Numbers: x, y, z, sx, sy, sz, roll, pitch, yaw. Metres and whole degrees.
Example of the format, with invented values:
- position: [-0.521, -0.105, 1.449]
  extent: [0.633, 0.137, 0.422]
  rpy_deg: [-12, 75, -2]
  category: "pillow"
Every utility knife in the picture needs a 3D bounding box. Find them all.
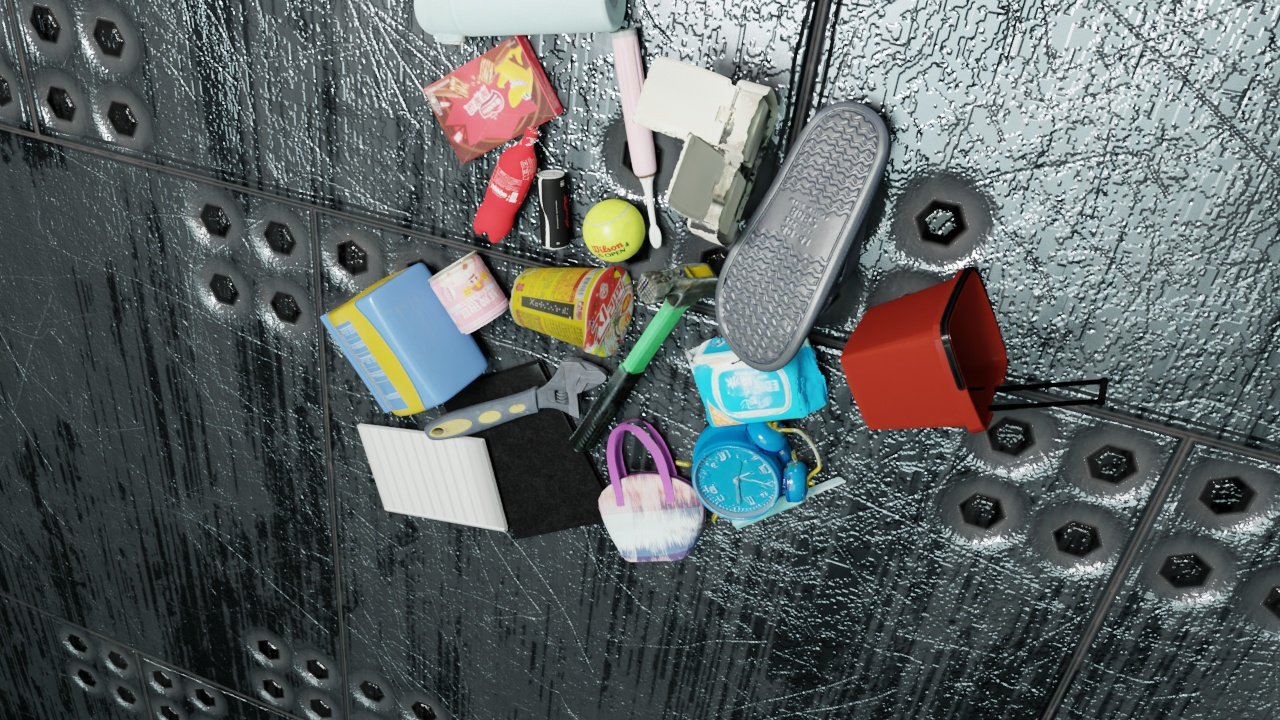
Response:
- position: [0.170, 0.167, 1.074]
  extent: [0.159, 0.015, 0.022]
  rpy_deg: [-28, 104, 33]
  category: "utility knife"

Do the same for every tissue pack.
- position: [0.124, 0.018, 0.988]
  extent: [0.145, 0.061, 0.093]
  rpy_deg: [-10, 112, 26]
  category: "tissue pack"

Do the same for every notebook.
- position: [-0.282, 0.158, 1.241]
  extent: [0.210, 0.009, 0.143]
  rpy_deg: [4, 119, 27]
  category: "notebook"
- position: [-0.147, 0.121, 1.178]
  extent: [0.169, 0.019, 0.231]
  rpy_deg: [-16, 109, 27]
  category: "notebook"

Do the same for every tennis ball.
- position: [-0.028, -0.137, 0.965]
  extent: [0.065, 0.065, 0.065]
  rpy_deg: [9, 119, 17]
  category: "tennis ball"

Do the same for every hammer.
- position: [-0.006, 0.006, 1.018]
  extent: [0.032, 0.130, 0.320]
  rpy_deg: [56, 137, 22]
  category: "hammer"

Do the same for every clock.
- position: [0.127, 0.119, 1.041]
  extent: [0.162, 0.060, 0.117]
  rpy_deg: [-26, 104, 29]
  category: "clock"

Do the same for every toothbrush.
- position: [0.000, -0.221, 0.933]
  extent: [0.027, 0.026, 0.223]
  rpy_deg: [-11, 115, -4]
  category: "toothbrush"

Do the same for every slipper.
- position: [0.162, -0.118, 0.898]
  extent: [0.111, 0.083, 0.268]
  rpy_deg: [32, 108, 24]
  category: "slipper"

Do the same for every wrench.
- position: [-0.157, 0.056, 1.124]
  extent: [0.274, 0.022, 0.073]
  rpy_deg: [-17, 110, 25]
  category: "wrench"

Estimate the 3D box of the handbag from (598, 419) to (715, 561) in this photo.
- position: [0.008, 0.153, 1.112]
  extent: [0.145, 0.067, 0.170]
  rpy_deg: [-8, 106, 26]
  category: "handbag"

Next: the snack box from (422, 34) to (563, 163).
- position: [-0.157, -0.275, 0.970]
  extent: [0.133, 0.021, 0.089]
  rpy_deg: [-19, 108, 29]
  category: "snack box"

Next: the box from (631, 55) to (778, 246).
- position: [0.051, -0.191, 0.827]
  extent: [0.101, 0.186, 0.145]
  rpy_deg: [22, 94, 27]
  category: "box"

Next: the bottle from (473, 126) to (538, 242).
- position: [-0.141, -0.191, 0.992]
  extent: [0.042, 0.041, 0.142]
  rpy_deg: [34, 127, 2]
  category: "bottle"

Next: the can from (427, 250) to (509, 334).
- position: [-0.198, -0.078, 1.063]
  extent: [0.067, 0.067, 0.076]
  rpy_deg: [-24, 105, 30]
  category: "can"

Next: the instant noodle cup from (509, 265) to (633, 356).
- position: [-0.078, -0.063, 1.015]
  extent: [0.113, 0.100, 0.100]
  rpy_deg: [12, 121, 28]
  category: "instant noodle cup"

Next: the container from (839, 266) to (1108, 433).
- position: [0.306, -0.008, 0.850]
  extent: [0.201, 0.147, 0.127]
  rpy_deg: [-13, 112, 37]
  category: "container"

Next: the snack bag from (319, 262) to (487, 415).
- position: [-0.307, -0.014, 1.132]
  extent: [0.206, 0.102, 0.159]
  rpy_deg: [-16, 110, 46]
  category: "snack bag"

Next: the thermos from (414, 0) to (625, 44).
- position: [-0.120, -0.349, 0.890]
  extent: [0.207, 0.065, 0.078]
  rpy_deg: [5, 111, 19]
  category: "thermos"

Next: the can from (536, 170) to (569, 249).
- position: [-0.095, -0.164, 0.997]
  extent: [0.031, 0.031, 0.081]
  rpy_deg: [8, 119, 18]
  category: "can"
